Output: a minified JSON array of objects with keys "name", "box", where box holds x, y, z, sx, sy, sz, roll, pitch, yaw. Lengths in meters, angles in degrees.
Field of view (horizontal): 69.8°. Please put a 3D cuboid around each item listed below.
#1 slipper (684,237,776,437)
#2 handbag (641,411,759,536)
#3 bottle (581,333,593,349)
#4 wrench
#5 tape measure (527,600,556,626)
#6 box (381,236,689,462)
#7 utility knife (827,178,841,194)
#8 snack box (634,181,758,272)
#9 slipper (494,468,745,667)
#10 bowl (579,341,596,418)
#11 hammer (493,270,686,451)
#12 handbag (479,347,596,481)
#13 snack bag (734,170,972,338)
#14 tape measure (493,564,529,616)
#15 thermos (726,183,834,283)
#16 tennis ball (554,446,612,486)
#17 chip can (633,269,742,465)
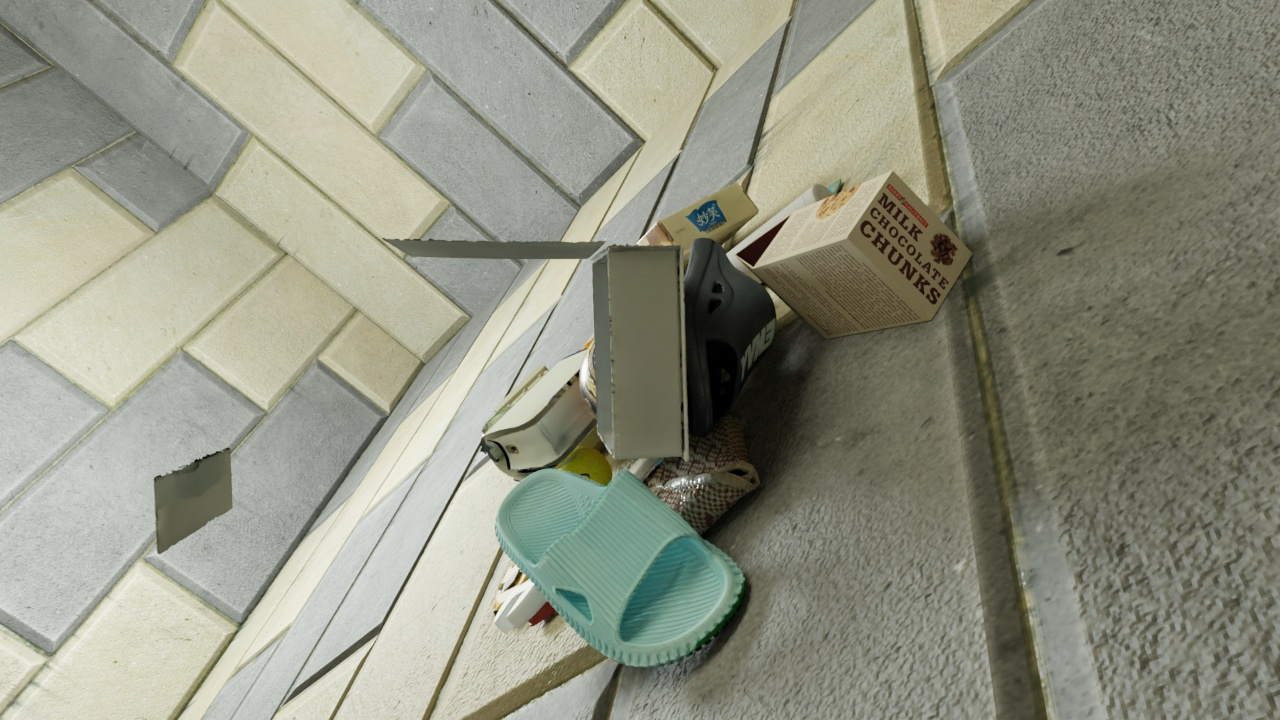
[{"name":"slipper","box":[0.079,-0.027,0.820,0.083,0.111,0.267,-2,32,7]},{"name":"handbag","box":[0.020,0.126,0.783,0.186,0.047,0.124,-45,14,14]},{"name":"bottle","box":[-0.030,-0.041,1.315,0.181,0.059,0.059,-55,16,-23]},{"name":"wrench","box":[-0.030,0.130,0.809,0.272,0.018,0.066,-48,5,-19]},{"name":"tape measure","box":[-0.085,0.226,0.888,0.059,0.019,0.051,-38,15,13]},{"name":"box","box":[-0.111,-0.163,0.726,0.233,0.528,0.167,-47,7,-3]},{"name":"utility knife","box":[0.163,-0.144,1.105,0.207,0.015,0.031,-40,16,18]},{"name":"snack box","box":[0.043,-0.145,1.235,0.153,0.055,0.208,-31,-4,-34]},{"name":"slipper","box":[-0.038,0.140,0.706,0.115,0.069,0.276,-48,37,-15]},{"name":"bowl","box":[-0.005,0.005,0.870,0.112,0.112,0.061,-56,-23,-24]},{"name":"hammer","box":[-0.024,-0.010,1.181,0.324,0.100,0.190,-45,13,-14]},{"name":"handbag","box":[-0.106,0.064,0.991,0.176,0.074,0.150,-19,22,44]},{"name":"snack bag","box":[0.164,-0.078,0.784,0.069,0.094,0.207,-54,16,-18]},{"name":"tape measure","box":[-0.126,0.237,0.957,0.059,0.030,0.068,-40,18,38]},{"name":"thermos","box":[0.132,-0.116,1.051,0.225,0.052,0.052,-37,19,39]},{"name":"tennis ball","box":[-0.063,0.125,0.983,0.065,0.065,0.065,-45,15,15]},{"name":"chip can","box":[0.043,0.000,0.956,0.212,0.087,0.087,-57,17,-26]}]
